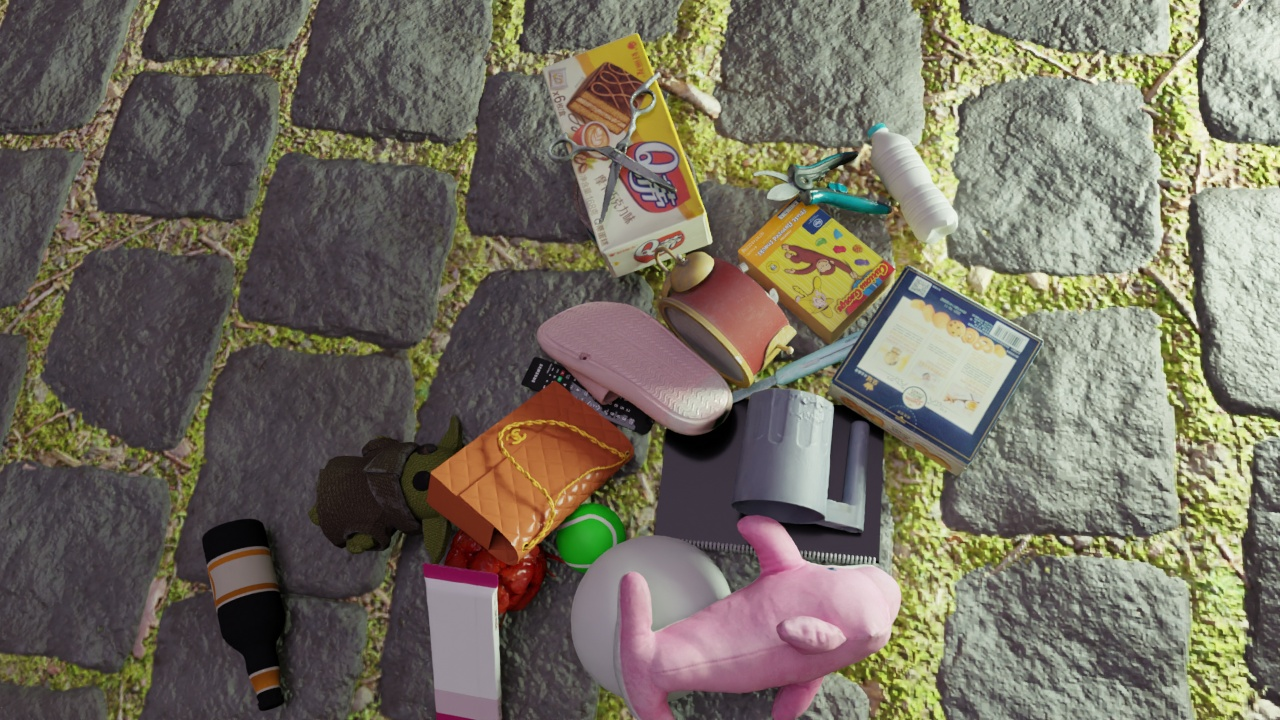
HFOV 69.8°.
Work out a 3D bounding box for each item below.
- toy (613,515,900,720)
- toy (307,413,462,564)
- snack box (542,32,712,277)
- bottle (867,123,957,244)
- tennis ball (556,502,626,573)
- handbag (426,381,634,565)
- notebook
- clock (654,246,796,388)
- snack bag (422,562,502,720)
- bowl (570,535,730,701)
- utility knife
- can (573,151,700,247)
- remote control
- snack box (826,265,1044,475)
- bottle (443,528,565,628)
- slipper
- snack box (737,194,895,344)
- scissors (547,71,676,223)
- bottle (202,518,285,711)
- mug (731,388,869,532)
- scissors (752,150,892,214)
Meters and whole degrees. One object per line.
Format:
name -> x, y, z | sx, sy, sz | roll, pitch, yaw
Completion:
toy -> 0.110, 0.225, 0.754 | 0.265, 0.128, 0.186 | -12, 91, -15
toy -> -0.244, 0.127, 0.893 | 0.153, 0.078, 0.179 | -12, 44, 9
snack box -> -0.014, -0.209, 0.930 | 0.110, 0.062, 0.230 | -19, 69, 4
bottle -> 0.270, -0.182, 0.926 | 0.044, 0.044, 0.136 | -25, 69, 1
tennis ball -> -0.046, 0.166, 0.860 | 0.065, 0.065, 0.065 | -3, 71, 9
handbag -> -0.095, 0.098, 0.848 | 0.109, 0.060, 0.171 | 35, 44, 16
notebook -> 0.123, 0.111, 0.873 | 0.207, 0.016, 0.148 | 3, 72, 12
clock -> 0.075, -0.054, 0.878 | 0.159, 0.117, 0.081 | 44, 80, 0
snack bag -> -0.155, 0.269, 0.817 | 0.070, 0.016, 0.197 | 5, 111, 11
bowl -> 0.014, 0.232, 0.811 | 0.149, 0.043, 0.149 | 1, 86, -8
utility knife -> 0.152, 0.010, 0.897 | 0.165, 0.015, 0.022 | -24, 73, 0
can -> -0.003, -0.174, 0.974 | 0.130, 0.044, 0.129 | -3, 72, 10
remote control -> -0.054, 0.035, 0.930 | 0.147, 0.015, 0.033 | 21, 77, 16
snack box -> 0.272, 0.007, 0.856 | 0.144, 0.043, 0.145 | 33, 77, 13
bottle -> -0.130, 0.191, 0.856 | 0.099, 0.099, 0.111 | 0, 52, 10
slipper -> -0.005, 0.005, 0.902 | 0.222, 0.056, 0.106 | 32, 52, 29
snack box -> 0.174, -0.092, 0.916 | 0.088, 0.040, 0.126 | -44, 70, -5
scissors -> -0.020, -0.210, 0.889 | 0.142, 0.014, 0.174 | 13, 73, 17
bottle -> -0.381, 0.249, 0.898 | 0.059, 0.059, 0.181 | -24, 70, 2
mug -> 0.149, 0.092, 0.831 | 0.124, 0.084, 0.103 | 14, 69, -10
scissors -> 0.187, -0.182, 0.925 | 0.155, 0.019, 0.124 | 21, 52, -6
